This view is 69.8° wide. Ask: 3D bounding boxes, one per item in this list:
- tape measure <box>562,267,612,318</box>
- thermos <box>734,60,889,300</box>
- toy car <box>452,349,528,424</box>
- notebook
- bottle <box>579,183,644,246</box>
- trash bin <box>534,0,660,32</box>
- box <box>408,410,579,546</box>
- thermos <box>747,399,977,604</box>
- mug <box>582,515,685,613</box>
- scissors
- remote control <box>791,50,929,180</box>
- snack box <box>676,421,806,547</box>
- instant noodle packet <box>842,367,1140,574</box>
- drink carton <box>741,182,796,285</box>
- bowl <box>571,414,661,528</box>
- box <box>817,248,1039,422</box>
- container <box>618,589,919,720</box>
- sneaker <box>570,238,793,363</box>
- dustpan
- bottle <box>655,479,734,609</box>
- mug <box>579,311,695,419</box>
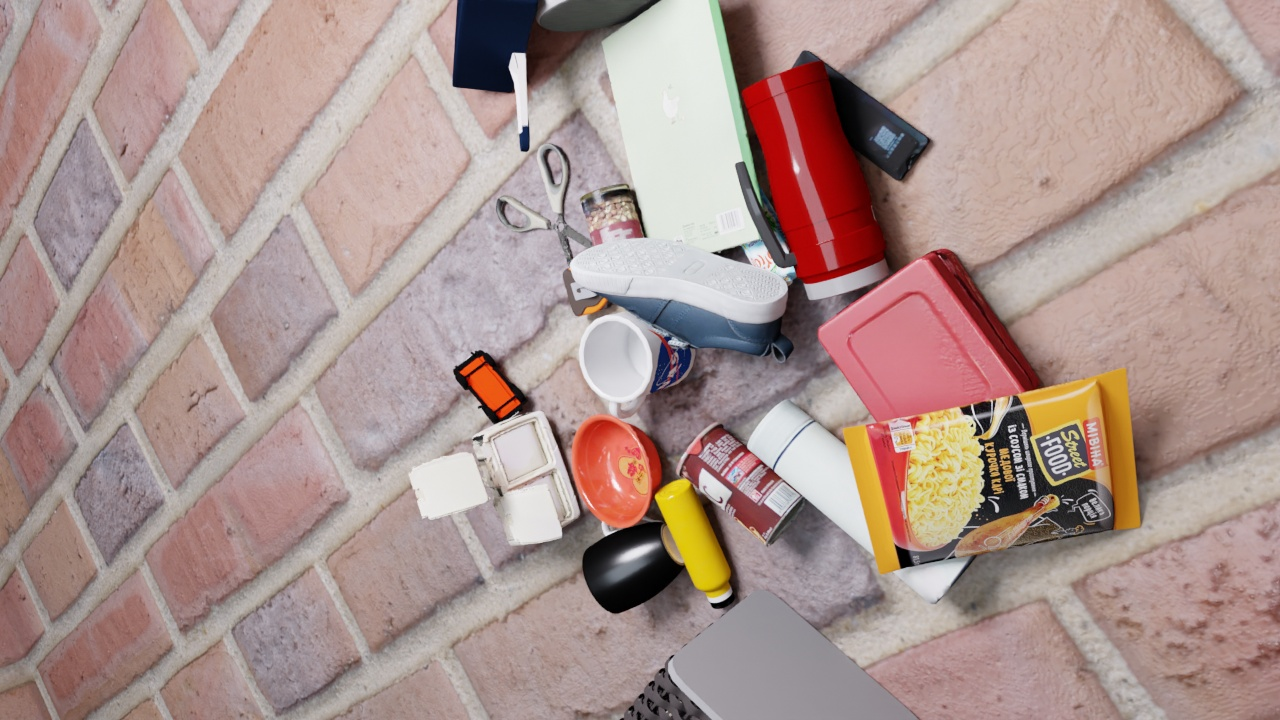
[{"bbox_3d":[-0.056,-0.081,1.028,0.059,0.038,0.058,-9,100,30],"label":"tape measure"},{"bbox_3d":[0.148,-0.156,0.829,0.108,0.084,0.198,-20,98,-7],"label":"thermos"},{"bbox_3d":[-0.185,0.035,1.132,0.100,0.051,0.049,47,164,16],"label":"toy car"},{"bbox_3d":[0.040,-0.228,0.917,0.182,0.010,0.252,-9,95,55],"label":"notebook"},{"bbox_3d":[-0.025,-0.131,0.988,0.056,0.056,0.105,-16,90,35],"label":"bottle"},{"bbox_3d":[-0.053,-0.432,0.888,0.157,0.156,0.183,-9,97,35],"label":"trash bin"},{"bbox_3d":[-0.142,0.146,1.031,0.105,0.186,0.143,-16,97,50],"label":"box"},{"bbox_3d":[0.208,0.132,0.882,0.230,0.067,0.068,40,118,21],"label":"thermos"},{"bbox_3d":[-0.005,0.213,1.041,0.100,0.085,0.118,-32,51,22],"label":"mug"},{"bbox_3d":[-0.106,-0.169,1.062,0.158,0.012,0.171,7,105,33],"label":"scissors"},{"bbox_3d":[0.192,-0.227,0.844,0.150,0.022,0.047,43,119,19],"label":"remote control"},{"bbox_3d":[0.105,0.127,0.946,0.121,0.072,0.072,38,118,20],"label":"snack box"},{"bbox_3d":[0.295,0.099,0.768,0.221,0.032,0.160,-14,116,13],"label":"instant noodle packet"},{"bbox_3d":[0.117,-0.130,0.904,0.044,0.038,0.129,-34,80,34],"label":"drink carton"},{"bbox_3d":[-0.019,0.120,1.036,0.131,0.045,0.130,13,108,44],"label":"bowl"},{"bbox_3d":[0.254,-0.004,0.813,0.129,0.087,0.157,-38,78,28],"label":"box"},{"bbox_3d":[0.100,0.415,0.908,0.247,0.245,0.244,39,115,21],"label":"container"},{"bbox_3d":[0.039,-0.057,0.911,0.236,0.089,0.087,17,130,25],"label":"sneaker"},{"bbox_3d":[-0.148,-0.354,0.952,0.236,0.080,0.273,163,110,-75],"label":"dustpan"},{"bbox_3d":[0.063,0.202,0.996,0.043,0.043,0.143,-16,104,35],"label":"bottle"},{"bbox_3d":[-0.006,0.006,0.983,0.091,0.090,0.121,23,112,28],"label":"mug"}]
